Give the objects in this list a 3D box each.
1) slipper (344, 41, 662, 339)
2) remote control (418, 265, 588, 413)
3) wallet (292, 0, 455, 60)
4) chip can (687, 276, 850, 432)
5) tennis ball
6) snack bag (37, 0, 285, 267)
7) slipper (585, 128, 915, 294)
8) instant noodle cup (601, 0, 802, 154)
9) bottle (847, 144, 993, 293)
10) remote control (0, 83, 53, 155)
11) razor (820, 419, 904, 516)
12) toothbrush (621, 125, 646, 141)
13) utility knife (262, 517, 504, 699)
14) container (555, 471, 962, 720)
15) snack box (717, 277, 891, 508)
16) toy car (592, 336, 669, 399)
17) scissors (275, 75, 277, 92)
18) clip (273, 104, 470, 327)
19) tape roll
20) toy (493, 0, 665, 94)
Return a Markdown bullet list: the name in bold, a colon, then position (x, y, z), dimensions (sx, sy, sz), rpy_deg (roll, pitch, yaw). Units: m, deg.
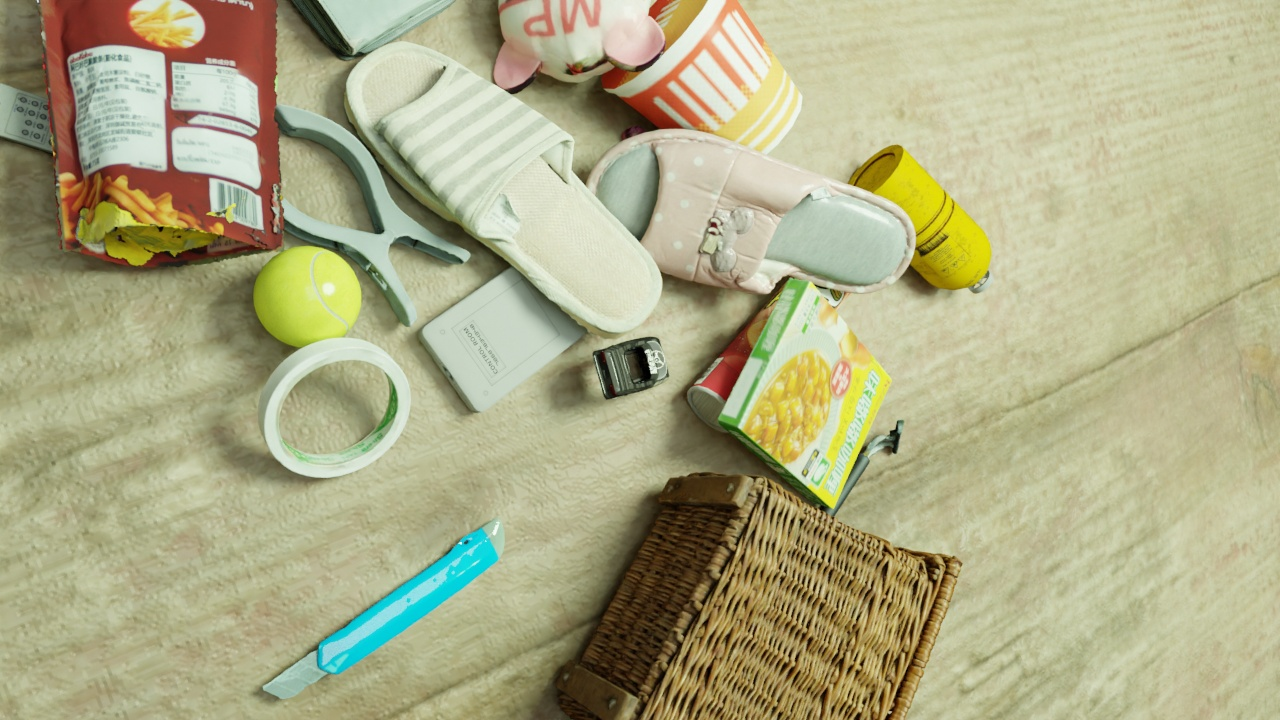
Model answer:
- **slipper**: position (-0.090, -0.124, 0.662), dimensions (0.272, 0.054, 0.114), rpy_deg (41, 59, -11)
- **remote control**: position (-0.086, -0.032, 0.685), dimensions (0.150, 0.019, 0.074), rpy_deg (-39, 103, -26)
- **wallet**: position (-0.187, -0.283, 0.647), dimensions (0.131, 0.054, 0.100), rpy_deg (-43, 104, -21)
- **chip can**: position (0.123, -0.029, 0.783), dimensions (0.214, 0.052, 0.052), rpy_deg (-46, 106, -25)
- **tennis ball**: position (-0.213, -0.041, 0.589), dimensions (0.065, 0.065, 0.065), rpy_deg (4, 82, -29)
- **snack bag**: position (-0.285, -0.164, 0.554), dimensions (0.138, 0.067, 0.207), rpy_deg (-3, 80, -28)
- **slipper**: position (0.091, -0.108, 0.723), dimensions (0.274, 0.054, 0.114), rpy_deg (10, 119, -10)
- **instant noodle cup**: position (0.056, -0.224, 0.737), dimensions (0.121, 0.124, 0.123), rpy_deg (39, 67, -28)
- **bottle**: position (0.273, -0.122, 0.867), dimensions (0.164, 0.071, 0.071), rpy_deg (39, 67, -20)
- **remote control**: position (-0.333, -0.134, 0.564), dimensions (0.136, 0.013, 0.033), rpy_deg (16, 74, -27)
- **razor**: position (0.189, 0.109, 0.821), dimensions (0.144, 0.022, 0.043), rpy_deg (-44, 149, -22)
- **toothbrush**: position (0.060, -0.136, 0.781), dimensions (0.190, 0.016, 0.016), rpy_deg (36, 67, -20)
- **utility knife**: position (-0.165, 0.167, 0.618), dimensions (0.185, 0.015, 0.031), rpy_deg (-32, 96, -31)
- **container**: position (0.074, 0.208, 0.664), dimensions (0.183, 0.162, 0.249), rpy_deg (35, 72, -17)
- **snack box**: position (0.142, 0.032, 0.760), dimensions (0.168, 0.027, 0.131), rpy_deg (40, 73, -42)
- **toy car**: position (-0.004, 0.004, 0.701), dimensions (0.092, 0.037, 0.040), rpy_deg (-16, 90, -63)
- **scissors**: position (-0.286, -0.244, 0.606), dimensions (0.092, 0.032, 0.175), rpy_deg (-5, 90, -27)
- **clip**: position (-0.208, -0.088, 0.621), dimensions (0.163, 0.028, 0.114), rpy_deg (42, 67, -17)
- **tape roll**: position (-0.196, 0.031, 0.591), dimensions (0.093, 0.018, 0.094), rpy_deg (-18, 125, -28)
- **toy**: position (-0.043, -0.306, 0.700), dimensions (0.142, 0.084, 0.213), rpy_deg (-1, 76, 8)
